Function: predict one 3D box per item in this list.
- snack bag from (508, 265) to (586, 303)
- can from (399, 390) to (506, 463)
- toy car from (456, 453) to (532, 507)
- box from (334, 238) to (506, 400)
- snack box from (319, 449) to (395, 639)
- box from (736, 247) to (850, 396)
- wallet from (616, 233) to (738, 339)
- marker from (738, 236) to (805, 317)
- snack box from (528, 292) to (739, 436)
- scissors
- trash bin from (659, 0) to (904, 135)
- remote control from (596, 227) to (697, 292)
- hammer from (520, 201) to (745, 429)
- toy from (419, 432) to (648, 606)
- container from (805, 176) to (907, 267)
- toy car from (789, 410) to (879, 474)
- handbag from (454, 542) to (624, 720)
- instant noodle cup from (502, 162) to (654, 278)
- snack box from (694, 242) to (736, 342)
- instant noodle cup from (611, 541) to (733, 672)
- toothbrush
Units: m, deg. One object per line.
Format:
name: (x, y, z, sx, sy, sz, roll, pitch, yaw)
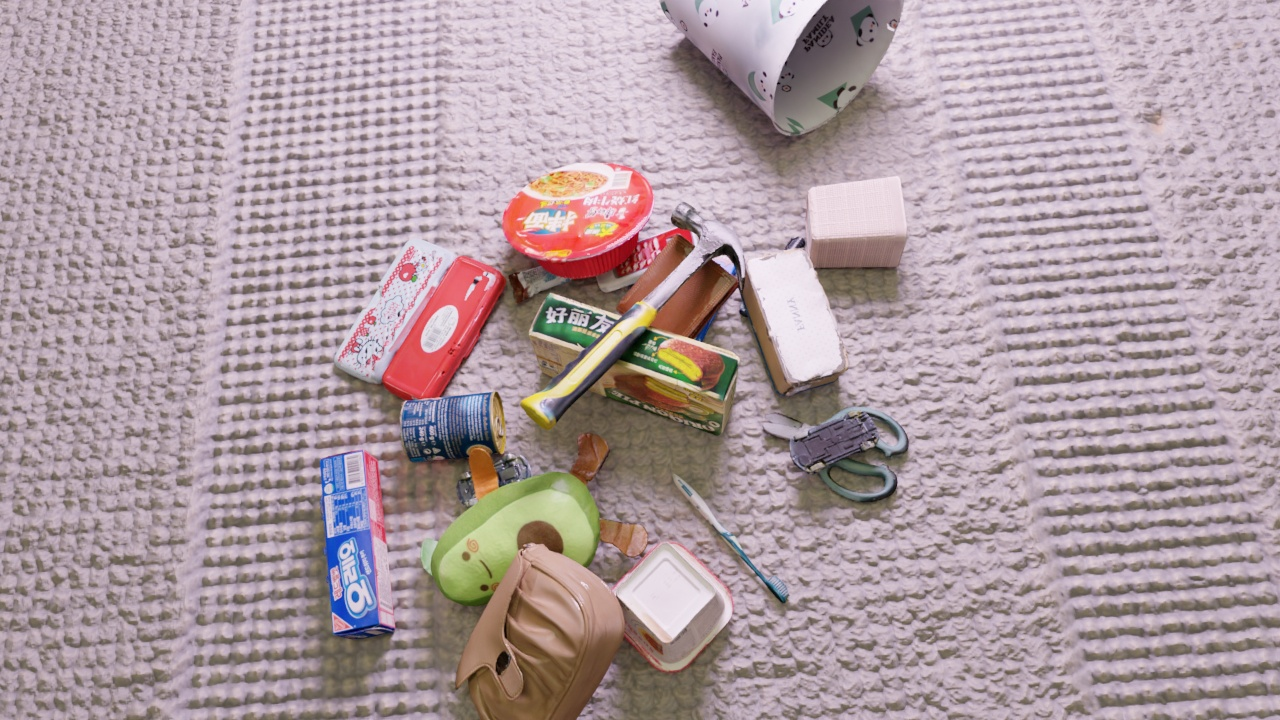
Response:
snack bag: (-0.116, -0.108, 1.175, 0.105, 0.026, 0.045, -19, 68, -3)
can: (-0.221, 0.079, 1.081, 0.111, 0.075, 0.075, -6, 68, 2)
toy car: (-0.171, 0.142, 1.074, 0.090, 0.034, 0.043, -23, 71, -3)
box: (-0.279, -0.053, 1.159, 0.158, 0.038, 0.200, 23, 73, 13)
snack box: (-0.323, 0.209, 1.045, 0.057, 0.058, 0.207, -13, 67, -2)
box: (0.179, -0.053, 1.105, 0.089, 0.060, 0.184, -13, 72, -8)
wallet: (0.044, -0.080, 1.109, 0.101, 0.032, 0.124, 41, 92, 18)
marker: (0.166, -0.107, 1.161, 0.023, 0.018, 0.130, 27, 70, 39)
snack box: (-0.006, 0.006, 1.074, 0.240, 0.115, 0.063, 18, 67, 11)
scissors: (0.219, 0.108, 1.069, 0.180, 0.019, 0.139, 9, 69, 6)
trash bin: (0.172, -0.463, 1.201, 0.229, 0.230, 0.252, -38, 65, -11)
remote control: (0.007, -0.129, 1.159, 0.136, 0.020, 0.055, -18, 57, 12)
hammer: (-0.003, -0.044, 1.016, 0.126, 0.032, 0.322, 36, 67, 20)
toy: (-0.123, 0.194, 1.016, 0.246, 0.090, 0.227, -27, 90, -4)
container: (0.265, -0.169, 1.141, 0.111, 0.090, 0.089, -3, 68, 6)
toy car: (0.219, 0.095, 1.048, 0.105, 0.031, 0.049, -21, 67, -6)
handbag: (-0.112, 0.296, 0.934, 0.148, 0.099, 0.205, 41, 112, 34)
instant noodle cup: (-0.072, -0.169, 1.155, 0.194, 0.066, 0.193, -8, 47, 8)
snack box: (0.055, -0.075, 1.149, 0.084, 0.026, 0.157, 23, 71, 14)
instant noodle cup: (0.030, 0.253, 0.967, 0.116, 0.124, 0.116, 42, 76, 18)
toothbrush: (0.101, 0.198, 1.043, 0.018, 0.016, 0.191, -35, 70, -21)
